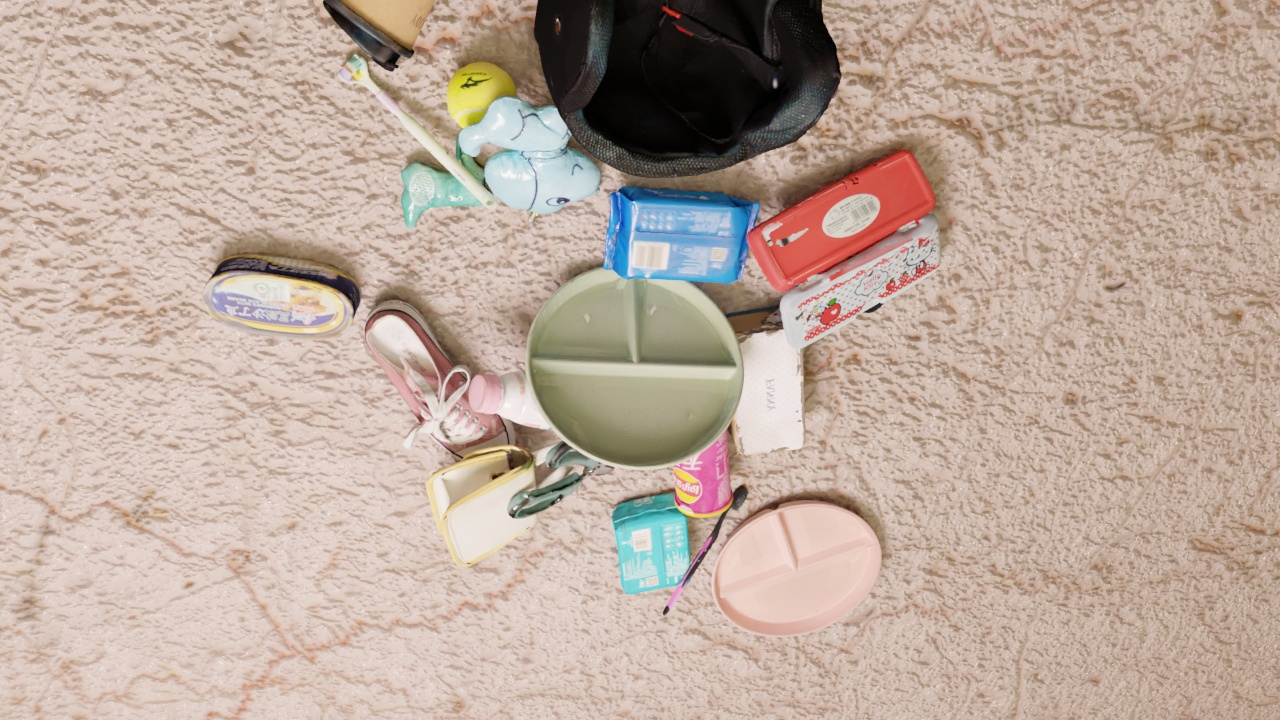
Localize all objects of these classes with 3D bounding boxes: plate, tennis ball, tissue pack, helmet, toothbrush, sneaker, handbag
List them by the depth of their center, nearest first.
[{"bbox_3d":[0.028,-0.292,0.764,0.233,0.230,0.275,6,120,-28],"label":"helmet"},{"bbox_3d":[-0.148,-0.245,0.860,0.065,0.065,0.066,-3,119,-6],"label":"tennis ball"},{"bbox_3d":[-0.208,-0.214,0.879,0.029,0.020,0.189,-43,106,10],"label":"toothbrush"},{"bbox_3d":[-0.006,0.006,0.956,0.230,0.229,0.028,3,158,-9],"label":"plate"},{"bbox_3d":[0.041,-0.131,0.957,0.157,0.052,0.095,2,120,-9],"label":"tissue pack"},{"bbox_3d":[-0.218,0.045,0.998,0.118,0.087,0.241,-27,122,8],"label":"sneaker"},{"bbox_3d":[-0.153,0.148,1.059,0.178,0.063,0.164,-26,152,-19],"label":"handbag"},{"bbox_3d":[0.082,0.240,1.151,0.017,0.014,0.189,36,84,-35],"label":"toothbrush"},{"bbox_3d":[0.015,0.235,1.158,0.093,0.050,0.134,-9,120,-5],"label":"tissue pack"},{"bbox_3d":[0.205,0.276,1.220,0.229,0.028,0.230,-4,119,-7],"label":"plate"}]

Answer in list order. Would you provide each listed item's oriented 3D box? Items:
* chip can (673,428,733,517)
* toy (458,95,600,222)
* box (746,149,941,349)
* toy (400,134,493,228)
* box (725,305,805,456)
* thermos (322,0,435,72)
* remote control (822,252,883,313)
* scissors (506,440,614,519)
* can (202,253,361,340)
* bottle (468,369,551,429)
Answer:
[{"bbox_3d":[0.067,0.078,1.067,0.071,0.071,0.211,-8,119,-3],"label":"chip can"},{"bbox_3d":[-0.102,-0.189,0.883,0.161,0.049,0.157,1,151,-27],"label":"toy"},{"bbox_3d":[0.223,-0.114,0.963,0.201,0.063,0.160,-29,111,-8],"label":"box"},{"bbox_3d":[-0.193,-0.179,0.914,0.092,0.030,0.096,-2,112,-12],"label":"toy"},{"bbox_3d":[0.142,0.032,1.057,0.090,0.063,0.184,-7,122,-3],"label":"box"},{"bbox_3d":[-0.210,-0.334,0.794,0.093,0.093,0.143,34,102,-23],"label":"thermos"},{"bbox_3d":[0.221,-0.104,1.011,0.136,0.024,0.053,37,104,-23],"label":"remote control"},{"bbox_3d":[-0.069,0.118,1.039,0.176,0.019,0.172,-20,150,-36],"label":"scissors"},{"bbox_3d":[-0.366,-0.065,0.941,0.148,0.049,0.075,8,118,-12],"label":"can"},{"bbox_3d":[-0.089,0.042,0.990,0.196,0.068,0.068,7,120,-37],"label":"bottle"}]
